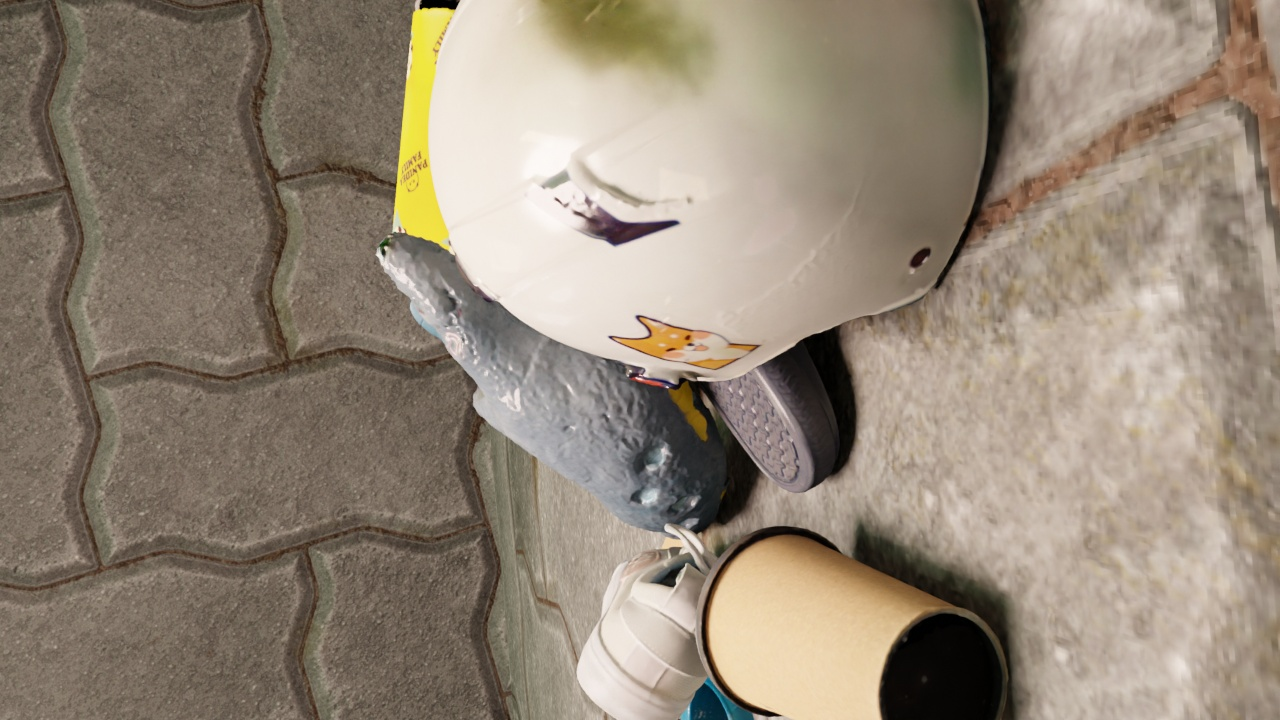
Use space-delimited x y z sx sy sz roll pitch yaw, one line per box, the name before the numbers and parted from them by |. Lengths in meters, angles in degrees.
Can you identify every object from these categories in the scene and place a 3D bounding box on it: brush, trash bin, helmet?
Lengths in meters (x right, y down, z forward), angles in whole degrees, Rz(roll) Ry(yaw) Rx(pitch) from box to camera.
brush | 0.055 0.271 0.643 0.073 0.055 0.144 21 115 57
trash bin | -0.148 -0.223 0.963 0.229 0.229 0.255 -133 45 -68
helmet | -0.004 -0.103 0.392 0.275 0.156 0.230 -7 85 43

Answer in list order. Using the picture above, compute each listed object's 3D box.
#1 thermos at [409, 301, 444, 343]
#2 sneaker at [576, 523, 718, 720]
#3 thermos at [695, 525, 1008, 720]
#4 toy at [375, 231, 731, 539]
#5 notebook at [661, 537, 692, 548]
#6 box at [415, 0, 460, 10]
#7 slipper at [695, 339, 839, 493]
thermos | -0.117 -0.001 0.866 0.070 0.220 0.070 -52 3 3
sneaker | 0.029 0.141 0.575 0.091 0.089 0.242 -57 -9 6
thermos | 0.088 0.127 0.410 0.143 0.093 0.093 175 90 -68
toy | -0.020 0.042 0.580 0.138 0.356 0.091 9 62 45
notebook | 0.034 0.243 0.800 0.212 0.012 0.149 105 155 -52
box | -0.176 -0.299 1.103 0.082 0.177 0.261 -128 37 -66
slipper | 0.049 -0.048 0.540 0.268 0.083 0.111 57 164 27
